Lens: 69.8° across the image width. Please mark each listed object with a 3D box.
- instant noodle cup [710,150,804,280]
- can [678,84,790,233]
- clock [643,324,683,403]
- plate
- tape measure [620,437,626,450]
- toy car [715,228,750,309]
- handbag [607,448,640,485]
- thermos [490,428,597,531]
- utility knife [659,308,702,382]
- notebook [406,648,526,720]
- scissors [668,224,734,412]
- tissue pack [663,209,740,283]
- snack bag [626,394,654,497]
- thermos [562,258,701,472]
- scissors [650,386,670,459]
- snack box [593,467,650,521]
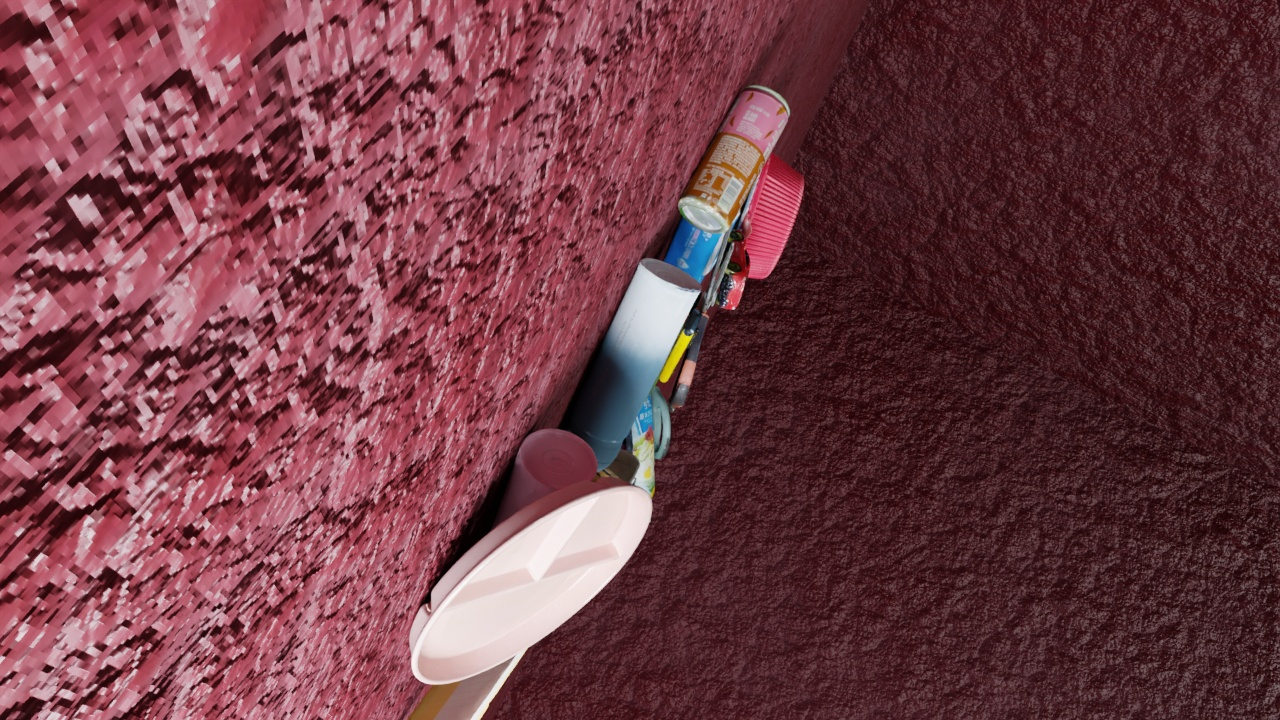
[{"bbox_3d":[0.146,-0.171,1.120,0.194,0.066,0.194,-167,-83,-88],"label":"instant noodle cup"},{"bbox_3d":[0.094,-0.201,0.918,0.147,0.058,0.058,-61,175,-13],"label":"can"},{"bbox_3d":[-0.006,0.006,1.023,0.161,0.056,0.116,-60,174,-21],"label":"clock"},{"bbox_3d":[-0.087,0.174,0.739,0.229,0.028,0.230,-33,153,-20],"label":"plate"},{"bbox_3d":[-0.036,0.112,1.303,0.039,0.057,0.058,-53,162,-57],"label":"tape measure"},{"bbox_3d":[0.102,-0.101,0.995,0.106,0.031,0.049,-83,-173,-49],"label":"toy car"},{"bbox_3d":[-0.066,0.193,1.144,0.197,0.098,0.144,104,10,-68],"label":"handbag"},{"bbox_3d":[-0.086,0.149,0.797,0.067,0.087,0.199,-103,-153,-46],"label":"thermos"},{"bbox_3d":[0.041,-0.013,0.935,0.033,0.015,0.155,-63,179,-24],"label":"utility knife"},{"bbox_3d":[-0.150,0.286,0.873,0.146,0.010,0.205,-29,-164,45],"label":"notebook"},{"bbox_3d":[0.066,-0.050,0.969,0.223,0.015,0.188,112,-6,-66],"label":"scissors"},{"bbox_3d":[0.073,-0.146,1.037,0.094,0.052,0.157,-57,173,-48],"label":"tissue pack"},{"bbox_3d":[-0.003,0.093,1.251,0.110,0.039,0.191,-22,111,-68],"label":"snack bag"},{"bbox_3d":[-0.016,0.010,0.893,0.221,0.070,0.070,-64,175,20],"label":"thermos"},{"bbox_3d":[0.015,0.068,1.324,0.178,0.019,0.173,64,-37,40],"label":"scissors"},{"bbox_3d":[-0.066,0.168,0.981,0.105,0.118,0.118,-49,162,-18],"label":"snack box"}]
